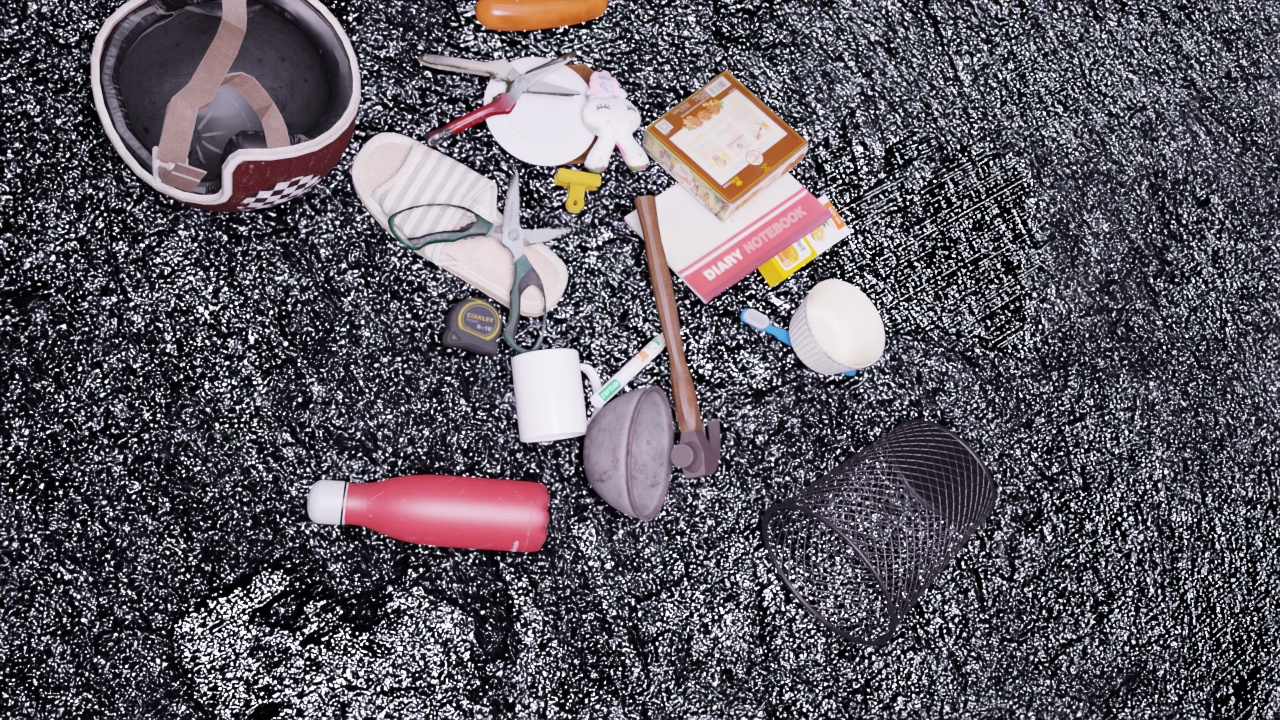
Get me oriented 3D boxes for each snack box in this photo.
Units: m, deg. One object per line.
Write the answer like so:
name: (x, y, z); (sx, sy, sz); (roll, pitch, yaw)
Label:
snack box: (0.103, -0.263, 1.119); (0.143, 0.041, 0.147); (-40, 77, -21)

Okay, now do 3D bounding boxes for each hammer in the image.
hammer: (0.037, -0.028, 1.034); (0.033, 0.115, 0.322); (-14, 82, 19)

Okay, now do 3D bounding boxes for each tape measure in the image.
tape measure: (-0.184, -0.038, 1.011); (0.061, 0.034, 0.061); (17, 79, -23)

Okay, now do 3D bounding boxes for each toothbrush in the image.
toothbrush: (0.198, -0.021, 1.134); (0.166, 0.014, 0.016); (27, 73, -11)

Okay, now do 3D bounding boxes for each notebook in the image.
notebook: (0.108, -0.174, 1.110); (0.208, 0.012, 0.153); (-35, 70, -20)

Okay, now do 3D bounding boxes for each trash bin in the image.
trash bin: (0.278, 0.181, 1.039); (0.209, 0.184, 0.184); (-33, 90, -26)

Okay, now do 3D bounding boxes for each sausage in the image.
sausage: (-0.117, -0.422, 1.103); (0.164, 0.039, 0.044); (-14, 81, -19)

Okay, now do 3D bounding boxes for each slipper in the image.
slipper: (-0.198, -0.151, 1.022); (0.272, 0.054, 0.114); (39, 76, -7)

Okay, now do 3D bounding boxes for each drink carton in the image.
drink carton: (0.199, -0.151, 1.146); (0.122, 0.040, 0.058); (-35, 91, -20)

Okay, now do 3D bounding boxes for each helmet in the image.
helmet: (-0.388, -0.249, 0.871); (0.233, 0.254, 0.233); (-16, 90, -44)

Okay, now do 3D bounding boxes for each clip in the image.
clip: (-0.076, -0.202, 1.085); (0.054, 0.048, 0.046); (6, 36, -17)

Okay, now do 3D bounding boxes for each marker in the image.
marker: (-0.006, 0.006, 1.044); (0.017, 0.017, 0.145); (49, 53, -3)

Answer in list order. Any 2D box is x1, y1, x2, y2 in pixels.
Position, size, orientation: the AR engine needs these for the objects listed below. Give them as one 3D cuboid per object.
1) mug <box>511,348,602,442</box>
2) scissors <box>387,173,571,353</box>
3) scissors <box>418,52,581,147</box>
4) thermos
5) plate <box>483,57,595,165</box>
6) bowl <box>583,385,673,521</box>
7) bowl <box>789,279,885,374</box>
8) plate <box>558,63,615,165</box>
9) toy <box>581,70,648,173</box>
mug: (-0.086, 0.039, 1.013); (0.110, 0.074, 0.090); (1, 78, -43)
scissors: (-0.172, -0.108, 0.994); (0.204, 0.015, 0.201); (3, 86, -20)
scissors: (-0.175, -0.312, 1.044); (0.179, 0.015, 0.198); (42, 83, 15)
thermos: (-0.216, 0.154, 0.943); (0.239, 0.073, 0.073); (7, 77, -15)
plate: (-0.114, -0.292, 1.064); (0.134, 0.011, 0.134); (3, 78, -16)
bowl: (-0.017, 0.098, 0.996); (0.067, 0.145, 0.144); (2, 76, 20)
bowl: (0.231, -0.033, 1.111); (0.115, 0.063, 0.115); (12, 62, -24)
plate: (-0.084, -0.290, 1.094); (0.131, 0.025, 0.131); (3, 78, -16)
toy: (-0.034, -0.278, 1.071); (0.079, 0.038, 0.122); (-10, 88, -23)
